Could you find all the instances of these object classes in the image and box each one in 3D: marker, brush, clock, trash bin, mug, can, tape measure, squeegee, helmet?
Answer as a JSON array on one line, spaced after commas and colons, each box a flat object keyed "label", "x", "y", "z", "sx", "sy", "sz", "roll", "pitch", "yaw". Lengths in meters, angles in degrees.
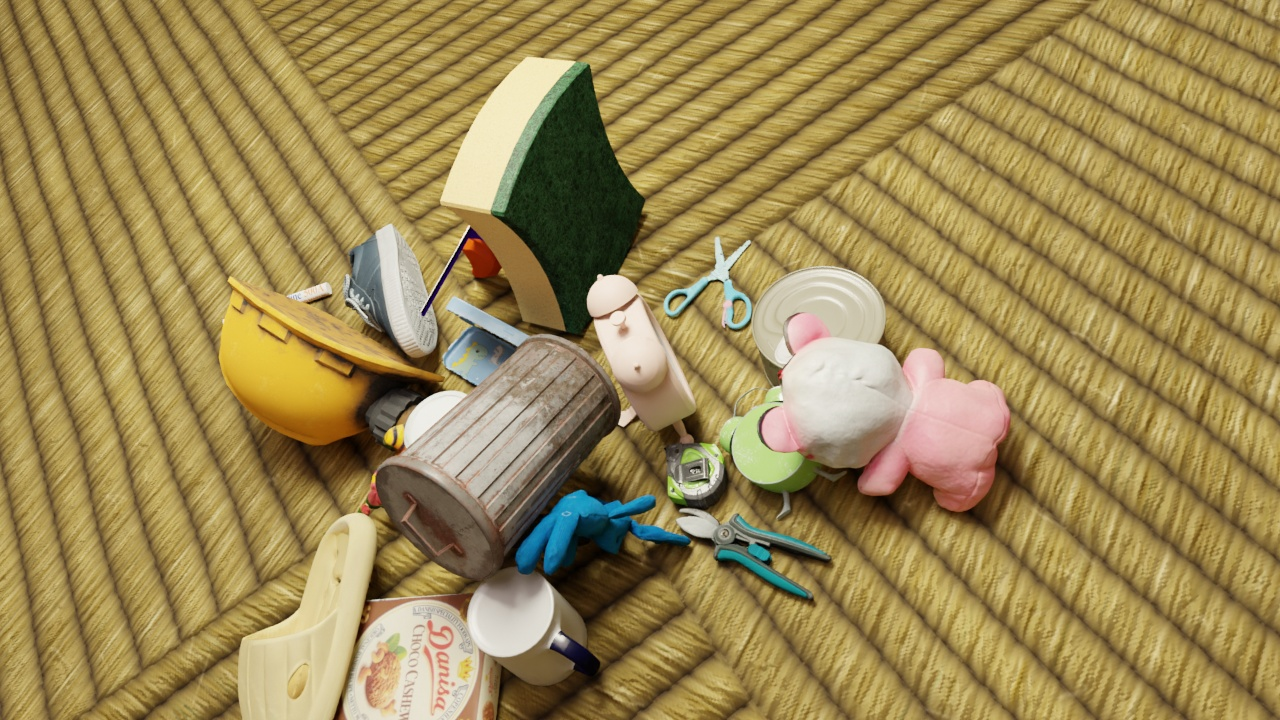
[{"label": "marker", "x": -0.467, "y": -0.070, "z": 1.180, "sx": 0.145, "sy": 0.017, "sz": 0.017, "roll": -18, "pitch": 54, "yaw": 5}, {"label": "brush", "x": -0.093, "y": -0.172, "z": 0.985, "sx": 0.075, "sy": 0.250, "sz": 0.194, "roll": 14, "pitch": 66, "yaw": 25}, {"label": "clock", "x": -0.005, "y": 0.005, "z": 0.897, "sx": 0.086, "sy": 0.160, "sz": 0.131, "roll": -23, "pitch": 54, "yaw": 0}, {"label": "trash bin", "x": -0.125, "y": 0.085, "z": 0.812, "sx": 0.131, "sy": 0.131, "sz": 0.210, "roll": 19, "pitch": 45, "yaw": 27}, {"label": "mug", "x": -0.085, "y": 0.242, "z": 0.806, "sx": 0.112, "sy": 0.097, "sz": 0.078, "roll": 22, "pitch": 66, "yaw": 28}, {"label": "can", "x": 0.179, "y": -0.021, "z": 0.911, "sx": 0.128, "sy": 0.073, "sz": 0.127, "roll": -8, "pitch": 56, "yaw": 12}, {"label": "tape measure", "x": 0.054, "y": 0.109, "z": 0.888, "sx": 0.059, "sy": 0.036, "sz": 0.065, "roll": -11, "pitch": 55, "yaw": 10}, {"label": "squeegee", "x": -0.175, "y": -0.129, "z": 1.038, "sx": 0.055, "sy": 0.185, "sz": 0.249, "roll": 28, "pitch": 73, "yaw": -7}, {"label": "mug", "x": -0.180, "y": 0.091, "z": 0.930, "sx": 0.082, "sy": 0.105, "sz": 0.082, "roll": -8, "pitch": 55, "yaw": 12}, {"label": "clock", "x": 0.127, "y": 0.077, "z": 0.868, "sx": 0.094, "sy": 0.042, "sz": 0.119, "roll": -39, "pitch": 55, "yaw": 14}, {"label": "helmet", "x": -0.356, "y": 0.019, "z": 0.998, "sx": 0.255, "sy": 0.205, "sz": 0.131, "roll": 26, "pitch": 89, "yaw": 15}]

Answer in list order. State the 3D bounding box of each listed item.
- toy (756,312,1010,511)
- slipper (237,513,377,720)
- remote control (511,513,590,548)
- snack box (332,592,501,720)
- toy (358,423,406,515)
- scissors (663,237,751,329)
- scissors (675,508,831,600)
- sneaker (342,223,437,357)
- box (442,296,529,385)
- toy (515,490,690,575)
[{"label": "toy", "x": 0.213, "y": 0.045, "z": 0.804, "sx": 0.213, "sy": 0.084, "sz": 0.141, "roll": 21, "pitch": 77, "yaw": -1}, {"label": "slipper", "x": -0.319, "y": 0.260, "z": 0.851, "sx": 0.112, "sy": 0.079, "sz": 0.260, "roll": -12, "pitch": 56, "yaw": 42}, {"label": "remote control", "x": -0.116, "y": 0.169, "z": 0.914, "sx": 0.147, "sy": 0.015, "sz": 0.033, "roll": -5, "pitch": 57, "yaw": 14}, {"label": "snack box", "x": -0.202, "y": 0.292, "z": 0.844, "sx": 0.147, "sy": 0.041, "sz": 0.143, "roll": -8, "pitch": 55, "yaw": 13}, {"label": "toy", "x": -0.248, "y": 0.115, "z": 0.946, "sx": 0.046, "sy": 0.084, "sz": 0.103, "roll": 29, "pitch": 106, "yaw": 36}, {"label": "scissors", "x": 0.075, "y": -0.085, "z": 1.027, "sx": 0.120, "sy": 0.015, "sz": 0.138, "roll": -10, "pitch": 49, "yaw": 9}, {"label": "scissors", "x": 0.102, "y": 0.175, "z": 0.841, "sx": 0.131, "sy": 0.019, "sz": 0.149, "roll": -20, "pitch": 55, "yaw": 3}, {"label": "sneaker", "x": -0.304, "y": -0.077, "z": 1.084, "sx": 0.087, "sy": 0.089, "sz": 0.235, "roll": -29, "pitch": 41, "yaw": 0}, {"label": "box", "x": -0.141, "y": 0.009, "z": 1.002, "sx": 0.210, "sy": 0.072, "sz": 0.079, "roll": 28, "pitch": 83, "yaw": 29}, {"label": "toy", "x": -0.045, "y": 0.150, "z": 0.823, "sx": 0.113, "sy": 0.176, "sz": 0.071, "roll": -2, "pitch": 87, "yaw": 36}]
